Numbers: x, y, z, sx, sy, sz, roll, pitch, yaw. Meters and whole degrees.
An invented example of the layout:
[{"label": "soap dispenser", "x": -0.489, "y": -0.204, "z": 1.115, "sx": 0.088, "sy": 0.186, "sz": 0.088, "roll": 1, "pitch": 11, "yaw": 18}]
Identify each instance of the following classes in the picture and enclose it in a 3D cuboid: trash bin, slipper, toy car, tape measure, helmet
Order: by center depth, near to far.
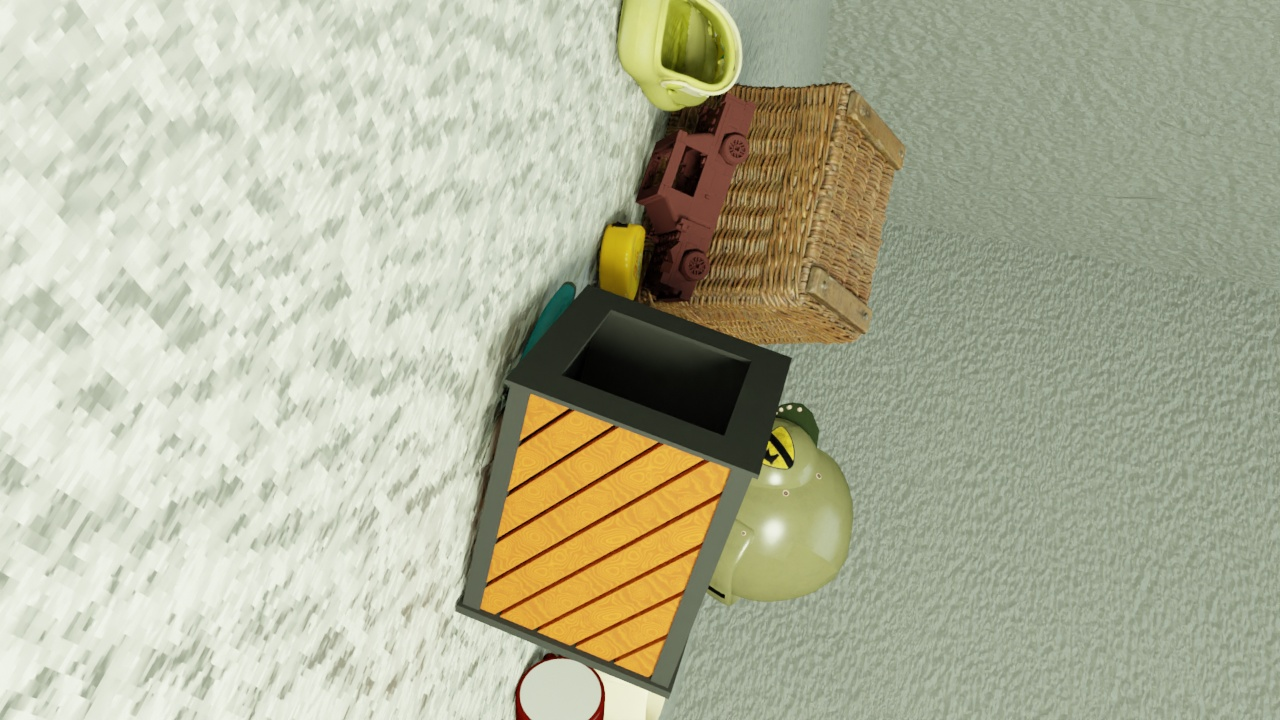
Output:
[{"label": "trash bin", "x": -0.009, "y": 0.076, "z": 0.570, "sx": 0.139, "sy": 0.140, "sz": 0.172, "roll": -59, "pitch": 167, "yaw": -60}, {"label": "slipper", "x": 0.038, "y": -0.241, "z": 0.694, "sx": 0.190, "sy": 0.082, "sz": 0.092, "roll": -22, "pitch": 121, "yaw": -74}, {"label": "tape measure", "x": -0.017, "y": -0.076, "z": 0.720, "sx": 0.059, "sy": 0.030, "sz": 0.068, "roll": 0, "pitch": 96, "yaw": -80}, {"label": "toy car", "x": 0.037, "y": -0.136, "z": 0.754, "sx": 0.169, "sy": 0.062, "sz": 0.070, "roll": -71, "pitch": -162, "yaw": -4}, {"label": "helmet", "x": 0.139, "y": 0.190, "z": 1.164, "sx": 0.251, "sy": 0.256, "sz": 0.232, "roll": 82, "pitch": 19, "yaw": -57}]

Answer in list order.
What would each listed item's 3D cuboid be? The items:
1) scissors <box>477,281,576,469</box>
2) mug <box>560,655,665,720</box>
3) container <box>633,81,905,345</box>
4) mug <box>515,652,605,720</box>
[{"label": "scissors", "x": -0.069, "y": 0.010, "z": 0.580, "sx": 0.146, "sy": 0.019, "sz": 0.133, "roll": 22, "pitch": 85, "yaw": -84}, {"label": "mug", "x": -0.031, "y": 0.298, "z": 0.886, "sx": 0.120, "sy": 0.100, "sz": 0.096, "roll": 50, "pitch": 51, "yaw": -69}, {"label": "container", "x": 0.123, "y": -0.129, "z": 0.844, "sx": 0.162, "sy": 0.183, "sz": 0.249, "roll": 24, "pitch": 77, "yaw": -50}, {"label": "mug", "x": -0.071, "y": 0.294, "z": 0.782, "sx": 0.105, "sy": 0.073, "sz": 0.083, "roll": -111, "pitch": -160, "yaw": -52}]
